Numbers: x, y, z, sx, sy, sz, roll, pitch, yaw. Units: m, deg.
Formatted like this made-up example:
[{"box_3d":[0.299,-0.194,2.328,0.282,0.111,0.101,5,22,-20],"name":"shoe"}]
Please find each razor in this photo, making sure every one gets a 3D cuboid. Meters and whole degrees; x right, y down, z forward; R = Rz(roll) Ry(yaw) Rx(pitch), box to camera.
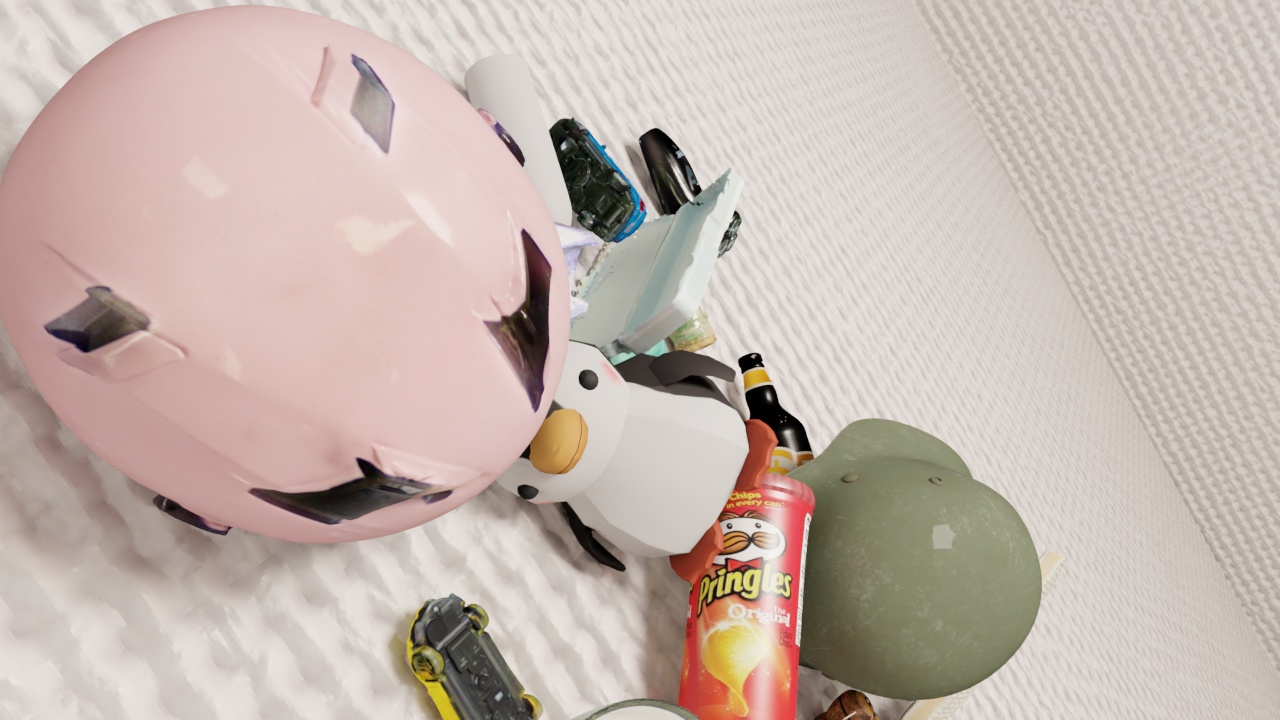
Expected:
[{"box_3d":[0.048,-0.164,0.891,0.140,0.064,0.052,59,33,-7],"name":"razor"}]

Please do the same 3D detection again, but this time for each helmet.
[{"box_3d":[-0.135,-0.032,0.393,0.229,0.153,0.255,-46,107,-15],"name":"helmet"},{"box_3d":[0.207,0.171,0.719,0.267,0.154,0.227,2,97,-19],"name":"helmet"}]

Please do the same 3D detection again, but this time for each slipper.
[{"box_3d":[0.309,0.268,0.863,0.262,0.115,0.052,-36,54,-26],"name":"slipper"}]

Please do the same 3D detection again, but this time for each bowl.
[{"box_3d":[-0.017,0.260,0.487,0.153,0.073,0.153,14,66,-35],"name":"bowl"}]

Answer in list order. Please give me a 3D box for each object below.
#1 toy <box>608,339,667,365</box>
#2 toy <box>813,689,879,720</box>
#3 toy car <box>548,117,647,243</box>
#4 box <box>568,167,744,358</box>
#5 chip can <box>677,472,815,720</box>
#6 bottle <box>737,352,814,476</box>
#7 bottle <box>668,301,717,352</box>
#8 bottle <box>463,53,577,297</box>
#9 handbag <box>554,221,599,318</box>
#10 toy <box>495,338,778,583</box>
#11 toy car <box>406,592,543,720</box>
[{"box_3d":[-0.004,0.004,0.737,0.085,0.033,0.105,55,32,-31],"name":"toy"},{"box_3d":[0.165,0.324,0.711,0.087,0.067,0.112,60,12,-50],"name":"toy"},{"box_3d":[-0.041,-0.146,0.751,0.120,0.056,0.043,53,24,24],"name":"toy car"},{"box_3d":[0.010,-0.070,0.710,0.044,0.136,0.196,52,35,-22],"name":"box"},{"box_3d":[0.069,0.188,0.620,0.087,0.087,0.213,30,58,-39],"name":"chip can"},{"box_3d":[0.123,0.079,0.827,0.059,0.059,0.181,9,60,-50],"name":"bottle"},{"box_3d":[0.030,-0.060,0.816,0.043,0.043,0.111,-18,83,-56],"name":"bottle"},{"box_3d":[-0.086,-0.137,0.705,0.052,0.053,0.195,1,66,-53],"name":"bottle"},{"box_3d":[-0.115,-0.054,0.569,0.158,0.126,0.069,-31,136,-58],"name":"handbag"},{"box_3d":[-0.032,0.046,0.604,0.184,0.159,0.140,24,10,-31],"name":"toy"},{"box_3d":[-0.092,0.177,0.499,0.049,0.030,0.107,-34,98,-55],"name":"toy car"}]
